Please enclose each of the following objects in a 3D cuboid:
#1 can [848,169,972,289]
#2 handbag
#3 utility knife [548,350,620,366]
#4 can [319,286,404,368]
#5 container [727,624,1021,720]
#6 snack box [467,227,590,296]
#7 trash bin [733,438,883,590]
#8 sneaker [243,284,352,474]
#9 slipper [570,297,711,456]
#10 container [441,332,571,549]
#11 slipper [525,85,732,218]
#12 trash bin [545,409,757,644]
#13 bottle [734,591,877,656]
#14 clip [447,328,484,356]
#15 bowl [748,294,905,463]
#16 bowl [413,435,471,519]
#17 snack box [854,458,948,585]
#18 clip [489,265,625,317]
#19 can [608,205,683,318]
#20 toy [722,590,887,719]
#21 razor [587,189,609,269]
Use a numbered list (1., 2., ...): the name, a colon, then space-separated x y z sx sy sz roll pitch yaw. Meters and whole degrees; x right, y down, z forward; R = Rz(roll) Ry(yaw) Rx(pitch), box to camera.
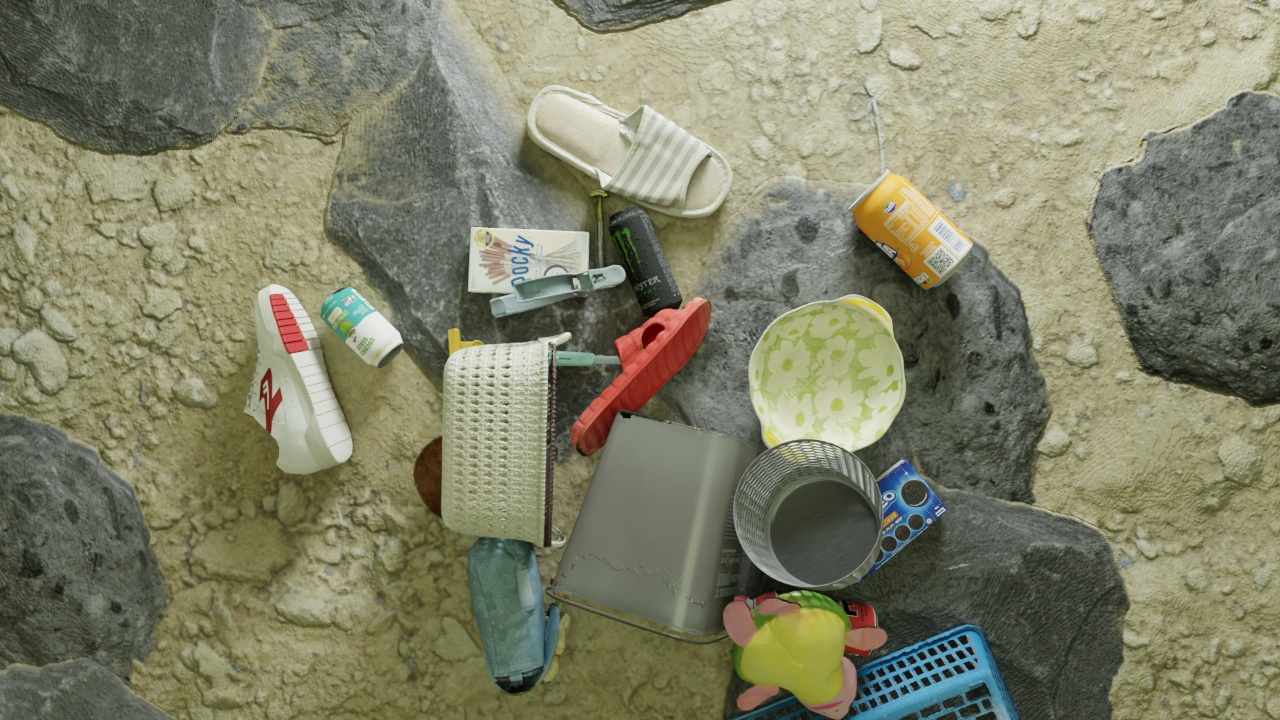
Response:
1. can: 0.328 -0.159 1.118 0.142 0.079 0.079 44 91 1
2. handbag: -0.142 0.299 1.114 0.118 0.122 0.192 -9 86 -4
3. utility knife: -0.089 -0.003 1.162 0.147 0.015 0.022 1 94 -2
4. can: -0.347 -0.041 1.145 0.101 0.055 0.055 44 91 1
5. container: 0.305 0.511 1.114 0.362 0.089 0.257 -23 89 1
6. snack box: -0.140 -0.124 1.155 0.150 0.026 0.082 2 91 1
7. trash bin: 0.200 0.185 1.050 0.157 0.183 0.156 -5 72 16
8. sneaker: -0.449 0.030 1.138 0.104 0.090 0.236 -19 94 7
9. slipper: -0.007 0.006 1.105 0.059 0.104 0.248 37 72 22
10. container: -0.154 0.092 1.069 0.143 0.185 0.251 1 93 -8
11. slipper: -0.016 -0.262 1.142 0.272 0.054 0.114 24 95 2
12. trash bin: 0.029 0.187 1.065 0.198 0.197 0.220 13 83 20
13. bottle: 0.197 0.320 1.130 0.176 0.062 0.062 8 90 1
14. clip: -0.224 -0.014 1.160 0.048 0.046 0.054 -6 89 34
15. bowl: 0.225 0.024 1.131 0.188 0.060 0.219 31 90 2
16. bowl: -0.230 0.148 1.154 0.101 0.026 0.114 -33 92 -14
17. snack box: 0.298 0.200 1.145 0.150 0.027 0.082 -41 89 1
18. clip: -0.117 -0.081 1.114 0.165 0.172 0.030 -12 91 45
19. can: 0.006 -0.121 1.138 0.054 0.054 0.137 -22 89 1
20. toy: 0.182 0.332 1.044 0.190 0.087 0.238 -36 122 11
21. razor: -0.052 -0.160 1.153 0.026 0.042 0.106 -1 99 -1
